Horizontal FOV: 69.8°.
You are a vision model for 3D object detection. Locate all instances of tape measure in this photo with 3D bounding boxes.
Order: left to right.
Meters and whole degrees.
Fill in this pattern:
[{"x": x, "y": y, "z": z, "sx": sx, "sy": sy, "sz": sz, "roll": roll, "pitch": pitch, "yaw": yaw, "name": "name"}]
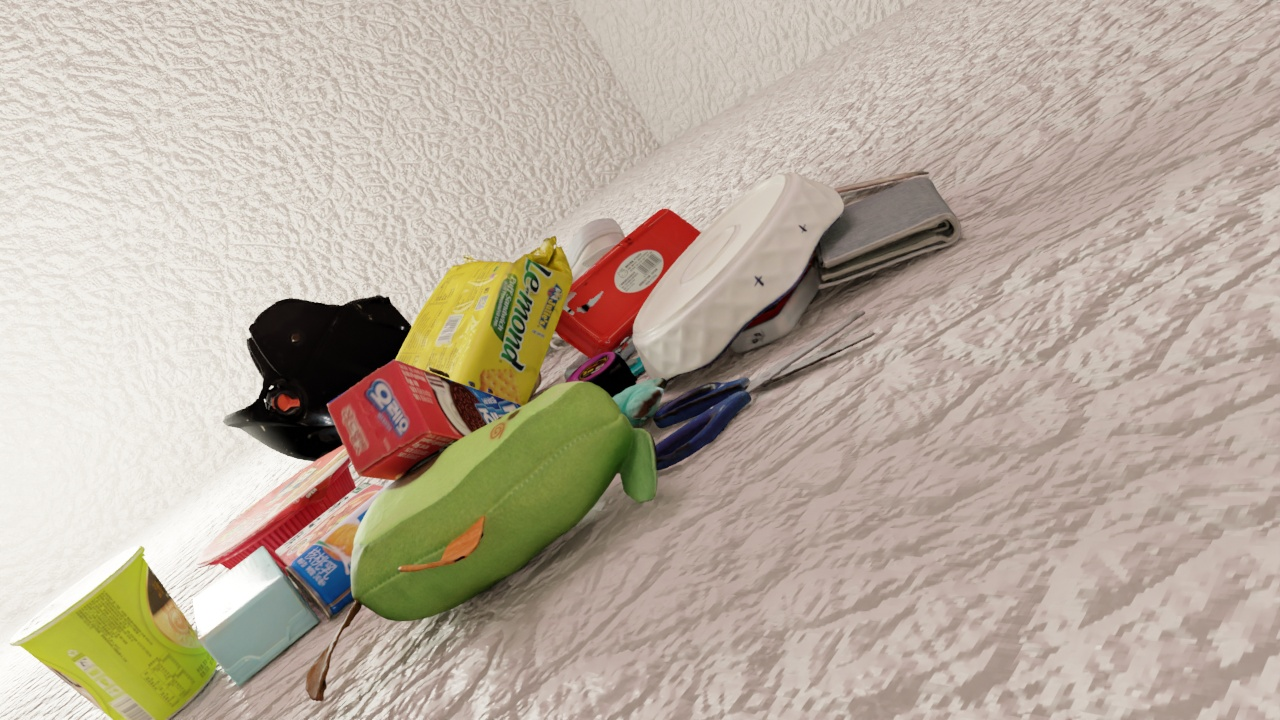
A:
[{"x": -0.032, "y": 0.022, "z": 0.760, "sx": 0.057, "sy": 0.039, "sz": 0.058, "roll": -35, "pitch": 18, "yaw": -3, "name": "tape measure"}]

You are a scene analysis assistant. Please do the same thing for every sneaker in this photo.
[{"x": -0.081, "y": -0.059, "z": 1.106, "sx": 0.089, "sy": 0.090, "sz": 0.243, "roll": -7, "pitch": -29, "yaw": -43, "name": "sneaker"}]

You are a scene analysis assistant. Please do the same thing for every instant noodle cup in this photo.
[{"x": -0.417, "y": 0.233, "z": 0.748, "sx": 0.112, "sy": 0.123, "sz": 0.111, "roll": -31, "pitch": 15, "yaw": 9, "name": "instant noodle cup"}, {"x": -0.365, "y": 0.171, "z": 0.966, "sx": 0.194, "sy": 0.066, "sz": 0.193, "roll": -33, "pitch": 12, "yaw": 8, "name": "instant noodle cup"}]

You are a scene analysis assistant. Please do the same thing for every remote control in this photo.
[{"x": 0.112, "y": -0.051, "z": 0.714, "sx": 0.056, "sy": 0.020, "sz": 0.135, "roll": -24, "pitch": 17, "yaw": 40, "name": "remote control"}]

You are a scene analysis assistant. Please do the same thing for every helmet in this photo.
[{"x": -0.424, "y": 0.029, "z": 1.257, "sx": 0.274, "sy": 0.230, "sz": 0.233, "roll": -45, "pitch": 5, "yaw": -3, "name": "helmet"}]

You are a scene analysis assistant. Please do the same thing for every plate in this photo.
[{"x": 0.067, "y": -0.070, "z": 0.722, "sx": 0.205, "sy": 0.045, "sz": 0.204, "roll": -44, "pitch": 12, "yaw": 12, "name": "plate"}]

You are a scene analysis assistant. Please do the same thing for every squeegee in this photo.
[{"x": 0.114, "y": -0.116, "z": 0.898, "sx": 0.249, "sy": 0.040, "sz": 0.248, "roll": -38, "pitch": 14, "yaw": -12, "name": "squeegee"}]

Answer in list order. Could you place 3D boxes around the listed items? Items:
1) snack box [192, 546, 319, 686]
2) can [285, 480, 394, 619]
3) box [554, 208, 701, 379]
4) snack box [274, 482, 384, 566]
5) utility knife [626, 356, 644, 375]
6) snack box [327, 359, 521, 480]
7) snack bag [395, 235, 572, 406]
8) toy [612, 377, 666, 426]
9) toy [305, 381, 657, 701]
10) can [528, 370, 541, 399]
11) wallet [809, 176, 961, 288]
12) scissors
[{"x": -0.327, "y": 0.209, "z": 0.771, "sx": 0.074, "sy": 0.051, "sz": 0.175, "roll": -38, "pitch": 15, "yaw": -23, "name": "snack box"}, {"x": -0.212, "y": 0.141, "z": 0.736, "sx": 0.134, "sy": 0.053, "sz": 0.053, "roll": -41, "pitch": 15, "yaw": -28, "name": "can"}, {"x": -0.010, "y": -0.056, "z": 0.940, "sx": 0.200, "sy": 0.095, "sz": 0.099, "roll": -45, "pitch": -12, "yaw": -34, "name": "box"}, {"x": -0.254, "y": 0.151, "z": 0.819, "sx": 0.126, "sy": 0.044, "sz": 0.113, "roll": -40, "pitch": 15, "yaw": -25, "name": "snack box"}, {"x": -0.005, "y": 0.005, "z": 0.808, "sx": 0.187, "sy": 0.013, "sz": 0.029, "roll": -34, "pitch": 20, "yaw": -4, "name": "utility knife"}, {"x": -0.133, "y": 0.052, "z": 0.651, "sx": 0.057, "sy": 0.058, "sz": 0.207, "roll": -33, "pitch": -17, "yaw": 7, "name": "snack box"}, {"x": -0.163, "y": -0.002, "z": 0.849, "sx": 0.158, "sy": 0.068, "sz": 0.246, "roll": -3, "pitch": 59, "yaw": 43, "name": "snack bag"}, {"x": -0.018, "y": 0.042, "z": 0.669, "sx": 0.092, "sy": 0.030, "sz": 0.096, "roll": -36, "pitch": 4, "yaw": 1, "name": "toy"}, {"x": -0.102, "y": 0.094, "z": 0.559, "sx": 0.247, "sy": 0.090, "sz": 0.226, "roll": -36, "pitch": 7, "yaw": 10, "name": "toy"}, {"x": -0.157, "y": 0.040, "z": 0.947, "sx": 0.059, "sy": 0.058, "sz": 0.116, "roll": -20, "pitch": 19, "yaw": 45, "name": "can"}, {"x": 0.176, "y": -0.094, "z": 0.683, "sx": 0.107, "sy": 0.037, "sz": 0.129, "roll": -21, "pitch": 18, "yaw": 17, "name": "wallet"}, {"x": 0.067, "y": 0.021, "z": 0.588, "sx": 0.163, "sy": 0.012, "sz": 0.162, "roll": -17, "pitch": 20, "yaw": 51, "name": "scissors"}]
